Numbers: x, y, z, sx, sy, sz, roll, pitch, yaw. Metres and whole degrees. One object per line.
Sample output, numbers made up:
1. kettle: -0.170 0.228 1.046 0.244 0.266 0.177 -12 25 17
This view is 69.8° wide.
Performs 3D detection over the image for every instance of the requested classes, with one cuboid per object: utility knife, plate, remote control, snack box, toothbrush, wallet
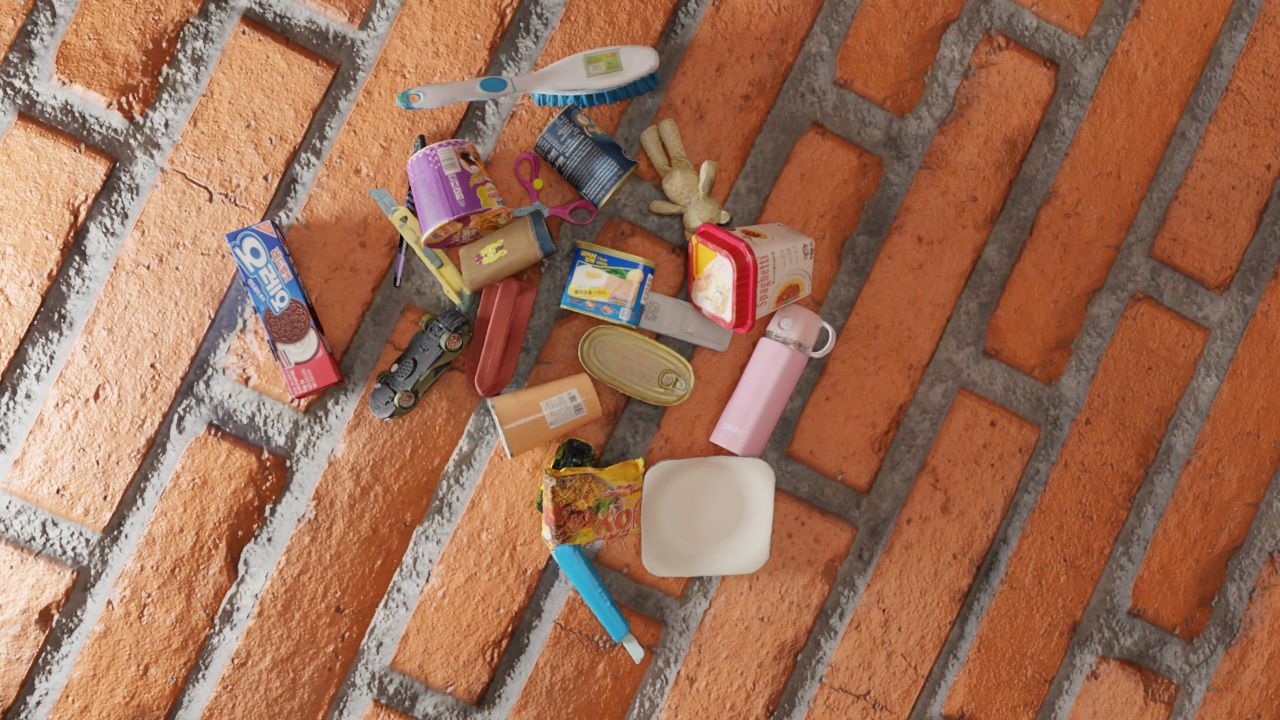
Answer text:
1. utility knife: -0.049 0.300 1.134 0.034 0.018 0.182 -33 95 9
2. plate: 0.080 0.186 1.123 0.163 0.034 0.164 0 110 -6
3. remote control: 0.055 -0.049 1.142 0.125 0.024 0.049 16 88 -6
4. snack box: -0.415 -0.059 1.073 0.058 0.057 0.207 -23 92 -9
5. toothbrush: -0.280 -0.181 1.109 0.014 0.017 0.189 10 91 -1
6. wallet: -0.158 -0.130 1.085 0.115 0.090 0.033 -27 128 3
7. utility knife: -0.261 -0.136 1.107 0.031 0.019 0.183 -40 95 -9

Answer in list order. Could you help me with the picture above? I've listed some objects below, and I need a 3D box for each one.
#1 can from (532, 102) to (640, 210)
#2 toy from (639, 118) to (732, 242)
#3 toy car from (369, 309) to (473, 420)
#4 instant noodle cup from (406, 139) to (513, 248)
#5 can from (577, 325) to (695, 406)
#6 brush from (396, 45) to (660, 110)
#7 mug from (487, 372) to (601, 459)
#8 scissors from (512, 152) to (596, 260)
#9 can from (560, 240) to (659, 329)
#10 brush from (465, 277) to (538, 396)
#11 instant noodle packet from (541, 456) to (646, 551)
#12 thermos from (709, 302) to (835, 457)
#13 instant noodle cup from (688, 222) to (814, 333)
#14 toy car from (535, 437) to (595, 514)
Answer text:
1. can: -0.066 -0.245 1.102 0.111 0.075 0.075 42 86 -5
2. toy: 0.052 -0.222 1.128 0.105 0.066 0.157 -28 89 27
3. toy car: -0.261 0.006 1.088 0.158 0.070 0.042 -49 134 -3
4. instant noodle cup: -0.218 -0.197 1.075 0.111 0.112 0.099 -21 83 -6
5. can: -0.007 0.007 1.122 0.148 0.049 0.074 23 88 -6
6. brush: -0.124 -0.324 1.079 0.314 0.109 0.060 -13 94 -7
7. mug: -0.113 0.061 1.100 0.122 0.078 0.078 -21 92 -10
8. scissors: -0.120 -0.189 1.127 0.134 0.017 0.133 -5 95 -7
9. can: -0.039 -0.090 1.108 0.102 0.057 0.083 16 91 9
10. brush: -0.170 -0.027 1.094 0.063 0.069 0.146 15 88 -5
11. instant noodle packet: -0.053 0.173 1.100 0.128 0.044 0.111 -5 113 -20
12. thermos: 0.166 0.029 1.127 0.087 0.067 0.198 27 87 32
13. instant noodle cup: 0.134 -0.108 1.097 0.124 0.116 0.116 -17 124 -26
14. toy car: -0.092 0.143 1.122 0.048 0.032 0.105 22 99 -14
